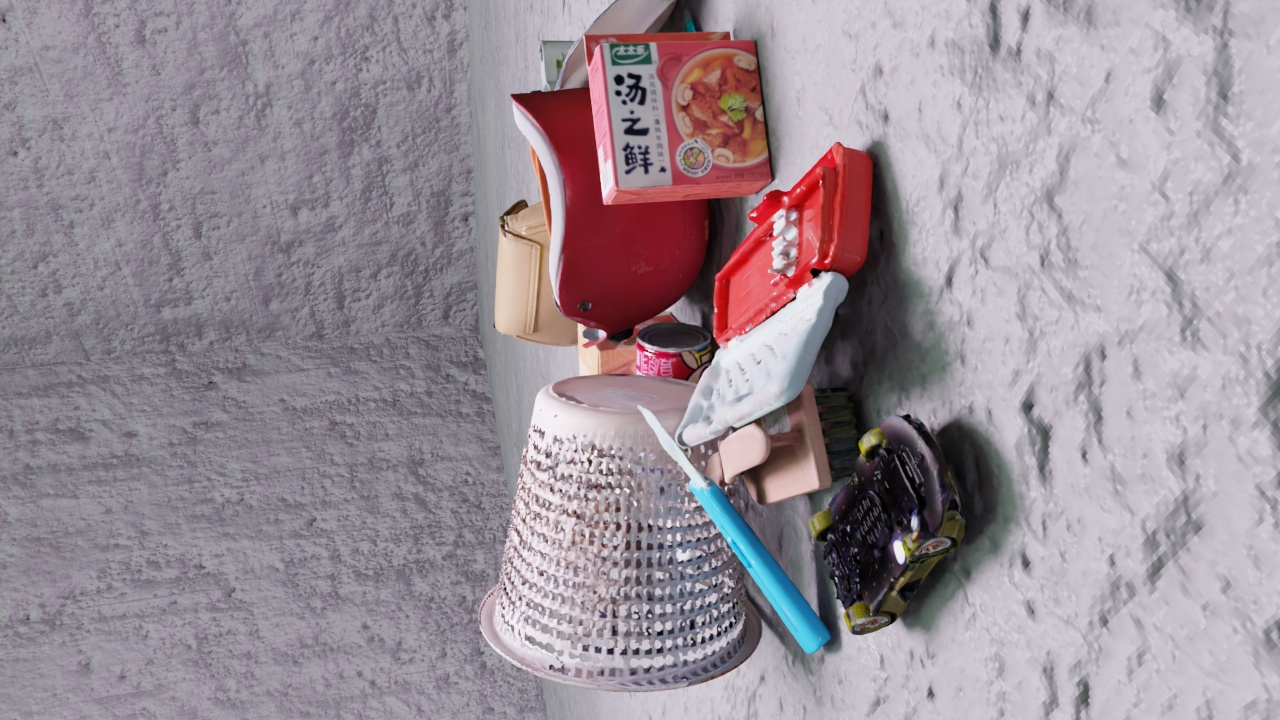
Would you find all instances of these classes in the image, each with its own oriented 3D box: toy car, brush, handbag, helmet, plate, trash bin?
[{"bbox_3d":[0.130,0.089,0.481,0.158,0.042,0.070,100,159,-53],"label":"toy car"},{"bbox_3d":[0.085,0.059,0.590,0.146,0.073,0.063,124,137,-72],"label":"brush"},{"bbox_3d":[-0.109,-0.114,1.146,0.099,0.147,0.205,-113,25,-45],"label":"handbag"},{"bbox_3d":[-0.014,-0.125,0.781,0.240,0.144,0.207,85,170,-80],"label":"helmet"},{"bbox_3d":[-0.016,-0.276,0.787,0.034,0.164,0.164,40,162,-7],"label":"plate"},{"bbox_3d":[-0.011,0.118,0.723,0.227,0.227,0.192,-142,54,-72],"label":"trash bin"}]

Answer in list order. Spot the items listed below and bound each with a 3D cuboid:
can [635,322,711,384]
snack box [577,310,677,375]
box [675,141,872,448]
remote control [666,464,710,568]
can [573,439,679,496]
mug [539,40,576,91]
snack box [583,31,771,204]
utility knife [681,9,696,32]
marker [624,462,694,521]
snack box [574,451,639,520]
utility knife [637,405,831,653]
[{"bbox_3d":[0.029,0.020,0.812,0.066,0.066,0.094,-124,31,-63],"label":"can"},{"bbox_3d":[-0.005,0.005,0.887,0.092,0.094,0.077,-125,31,-64],"label":"snack box"},{"bbox_3d":[0.076,-0.028,0.564,0.201,0.050,0.160,136,152,-72],"label":"box"},{"bbox_3d":[0.051,0.155,0.878,0.150,0.021,0.058,105,155,-56],"label":"remote control"},{"bbox_3d":[-0.022,0.082,0.899,0.134,0.053,0.053,33,133,42],"label":"can"},{"bbox_3d":[-0.044,-0.256,0.915,0.084,0.103,0.124,-162,68,-76],"label":"mug"},{"bbox_3d":[0.025,-0.178,0.643,0.044,0.113,0.127,153,110,-77],"label":"snack box"},{"bbox_3d":[0.053,-0.207,0.727,0.029,0.013,0.178,106,154,-61],"label":"utility knife"},{"bbox_3d":[0.017,0.135,0.920,0.146,0.016,0.016,-46,48,46],"label":"marker"},{"bbox_3d":[-0.021,0.096,0.990,0.113,0.053,0.126,35,136,36],"label":"snack box"},{"bbox_3d":[0.062,0.112,0.618,0.208,0.018,0.034,54,161,-2],"label":"utility knife"}]
